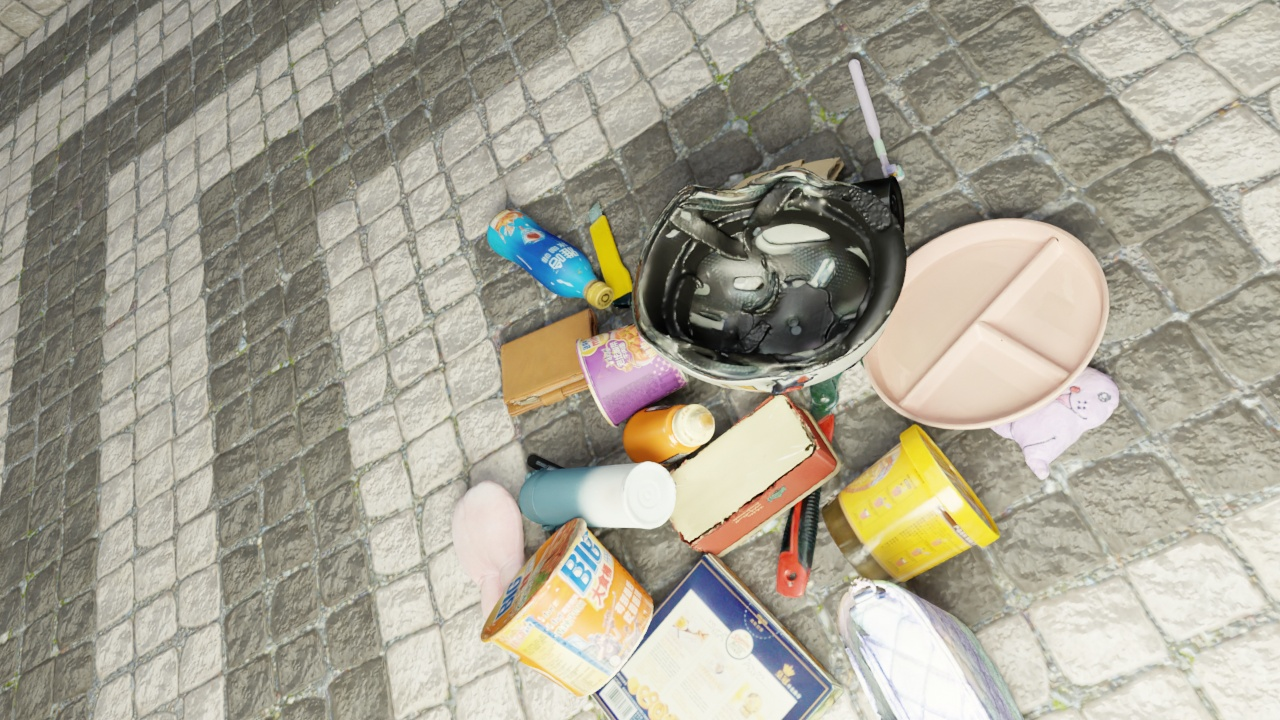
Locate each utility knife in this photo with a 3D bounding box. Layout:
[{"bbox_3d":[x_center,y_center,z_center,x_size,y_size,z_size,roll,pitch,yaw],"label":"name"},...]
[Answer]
[{"bbox_3d":[-0.038,-0.135,1.163,0.033,0.015,0.180,-25,56,12],"label":"utility knife"}]

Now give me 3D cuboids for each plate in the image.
[{"bbox_3d":[0.324,-0.034,0.876,0.230,0.028,0.229,-22,50,28],"label":"plate"}]

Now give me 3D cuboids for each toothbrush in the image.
[{"bbox_3d":[0.267,-0.281,1.058,0.021,0.029,0.189,-51,39,48],"label":"toothbrush"}]

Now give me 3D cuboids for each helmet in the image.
[{"bbox_3d":[0.135,-0.063,0.937,0.274,0.157,0.229,-1,68,20],"label":"helmet"}]

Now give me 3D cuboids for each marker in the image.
[{"bbox_3d":[-0.087,0.133,1.059,0.124,0.015,0.018,20,74,37],"label":"marker"}]

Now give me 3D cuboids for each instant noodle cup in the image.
[{"bbox_3d":[-0.006,0.006,1.023,0.099,0.111,0.111,-25,56,8],"label":"instant noodle cup"},{"bbox_3d":[0.234,0.137,0.816,0.115,0.118,0.118,-40,53,16],"label":"instant noodle cup"},{"bbox_3d":[-0.066,0.247,0.901,0.111,0.151,0.151,42,91,-7],"label":"instant noodle cup"}]

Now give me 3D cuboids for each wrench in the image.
[{"bbox_3d":[0.178,0.102,0.922,0.056,0.016,0.273,5,69,37],"label":"wrench"}]

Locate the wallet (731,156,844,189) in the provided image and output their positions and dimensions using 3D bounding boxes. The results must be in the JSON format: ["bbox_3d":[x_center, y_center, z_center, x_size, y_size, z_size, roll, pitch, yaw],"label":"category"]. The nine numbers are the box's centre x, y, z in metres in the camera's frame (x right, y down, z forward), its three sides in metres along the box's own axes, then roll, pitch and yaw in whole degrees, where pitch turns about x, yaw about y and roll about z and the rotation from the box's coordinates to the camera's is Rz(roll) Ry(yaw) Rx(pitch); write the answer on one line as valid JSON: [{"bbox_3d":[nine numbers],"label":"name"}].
[{"bbox_3d":[0.169,-0.209,1.050,0.115,0.024,0.087,-7,21,29],"label":"wallet"}]

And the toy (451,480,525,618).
[{"bbox_3d":[-0.167,0.214,1.030,0.122,0.054,0.159,-49,51,37],"label":"toy"}]

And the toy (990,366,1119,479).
[{"bbox_3d":[0.374,0.047,0.823,0.108,0.039,0.084,-42,44,7],"label":"toy"}]

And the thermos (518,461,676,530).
[{"bbox_3d":[-0.053,0.144,0.961,0.221,0.070,0.070,-14,57,53],"label":"thermos"}]

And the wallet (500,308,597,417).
[{"bbox_3d":[-0.110,0.003,1.127,0.132,0.031,0.107,-22,55,20],"label":"wallet"}]

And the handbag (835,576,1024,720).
[{"bbox_3d":[0.227,0.246,0.712,0.076,0.194,0.134,-35,54,13],"label":"handbag"}]

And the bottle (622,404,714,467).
[{"bbox_3d":[0.034,0.074,0.947,0.150,0.066,0.066,-28,45,63],"label":"bottle"}]

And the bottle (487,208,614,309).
[{"bbox_3d":[-0.113,-0.125,1.170,0.219,0.065,0.065,37,88,36],"label":"bottle"}]

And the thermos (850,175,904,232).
[{"bbox_3d":[0.167,-0.140,1.025,0.243,0.068,0.090,-6,95,29],"label":"thermos"}]

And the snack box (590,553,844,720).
[{"bbox_3d":[0.066,0.310,0.865,0.182,0.046,0.178,-48,53,1],"label":"snack box"}]

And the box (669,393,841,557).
[{"bbox_3d":[0.101,0.112,0.911,0.168,0.075,0.091,-39,49,14],"label":"box"}]
